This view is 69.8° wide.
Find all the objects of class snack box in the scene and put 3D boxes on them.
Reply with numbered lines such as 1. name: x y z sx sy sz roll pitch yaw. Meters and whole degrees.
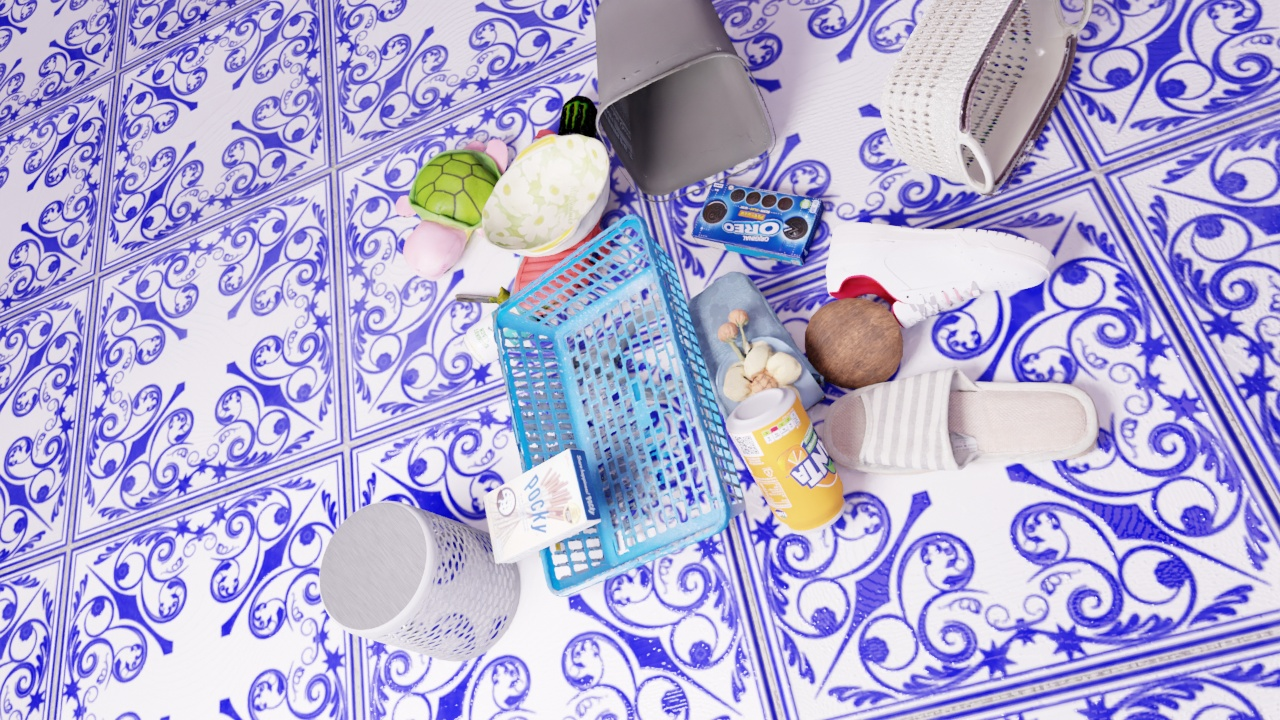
1. snack box: -0.110 0.161 1.004 0.150 0.026 0.082 -31 63 34
2. snack box: 0.145 -0.172 1.145 0.150 0.027 0.082 14 74 28

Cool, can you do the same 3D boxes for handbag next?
1. handbag: 0.117 -0.009 1.033 0.122 0.118 0.191 -31 67 9

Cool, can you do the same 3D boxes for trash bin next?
1. trash bin: -0.247 0.248 1.033 0.157 0.183 0.156 -9 64 19
2. trash bin: 0.043 -0.367 1.188 0.198 0.197 0.219 -20 55 14

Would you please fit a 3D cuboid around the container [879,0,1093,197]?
1. container: 0.383 -0.317 1.029 0.143 0.184 0.251 23 76 41

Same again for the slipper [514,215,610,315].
1. slipper: -0.092 -0.150 1.218 0.104 0.059 0.248 -2 51 25

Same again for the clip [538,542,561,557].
1. clip: -0.113 0.202 1.083 0.046 0.048 0.054 129 138 -50

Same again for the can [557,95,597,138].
1. can: -0.089 -0.310 1.276 0.054 0.054 0.137 -11 50 18

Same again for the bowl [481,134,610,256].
1. bowl: -0.110 -0.198 1.174 0.189 0.060 0.219 -27 48 14

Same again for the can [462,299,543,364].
1. can: -0.180 -0.041 1.208 0.102 0.055 0.055 -35 59 5

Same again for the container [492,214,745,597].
1. container: -0.024 0.054 1.026 0.258 0.089 0.361 -30 64 34

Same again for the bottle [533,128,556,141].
1. bottle: -0.156 -0.241 1.282 0.062 0.062 0.176 11 72 26

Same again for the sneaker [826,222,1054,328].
1. sneaker: 0.318 -0.084 1.004 0.237 0.090 0.104 9 81 25

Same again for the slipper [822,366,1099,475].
1. slipper: 0.326 0.065 0.953 0.273 0.054 0.114 -6 61 20

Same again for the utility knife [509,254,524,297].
1. utility knife: -0.152 -0.147 1.234 0.015 0.022 0.147 3 72 36

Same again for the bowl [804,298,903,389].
1. bowl: 0.229 -0.017 1.010 0.114 0.026 0.102 -4 98 35

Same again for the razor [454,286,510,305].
1. razor: -0.216 -0.084 1.259 0.106 0.042 0.026 6 72 35

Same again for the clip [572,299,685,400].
1. clip: -0.002 0.017 1.123 0.173 0.030 0.164 -32 57 9

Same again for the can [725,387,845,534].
1. can: 0.152 0.103 0.948 0.079 0.142 0.079 -27 17 9

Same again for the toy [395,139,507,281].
1. toy: -0.267 -0.221 1.307 0.190 0.088 0.237 20 71 11
